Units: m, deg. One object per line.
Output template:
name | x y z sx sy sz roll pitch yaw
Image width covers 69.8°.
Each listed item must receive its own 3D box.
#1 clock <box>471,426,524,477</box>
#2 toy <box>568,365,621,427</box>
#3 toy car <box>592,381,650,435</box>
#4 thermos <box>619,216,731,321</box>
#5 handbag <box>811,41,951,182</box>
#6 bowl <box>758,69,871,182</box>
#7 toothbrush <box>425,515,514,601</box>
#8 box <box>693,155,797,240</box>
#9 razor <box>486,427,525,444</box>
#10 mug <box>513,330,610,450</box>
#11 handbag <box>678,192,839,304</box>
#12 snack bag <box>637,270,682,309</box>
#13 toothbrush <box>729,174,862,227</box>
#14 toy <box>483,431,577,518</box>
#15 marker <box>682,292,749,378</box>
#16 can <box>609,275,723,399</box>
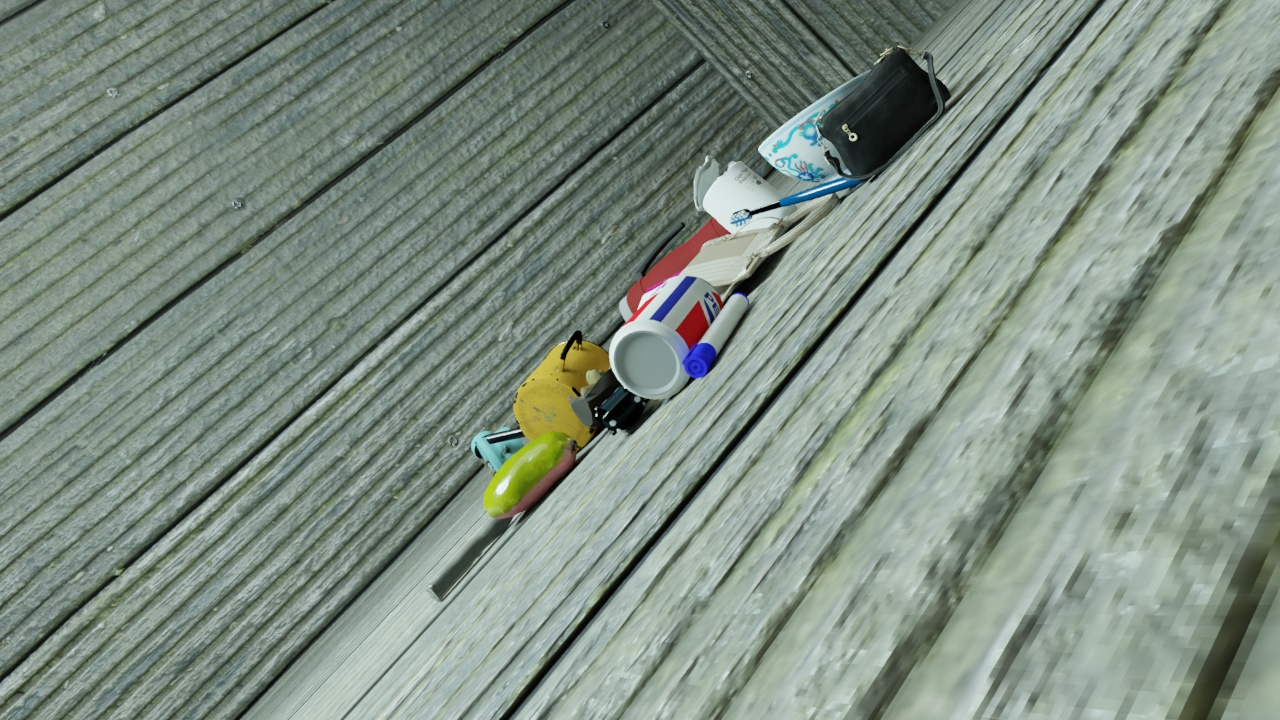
clock | -0.176 0.130 1.187 0.053 0.090 0.124 -34 12 -16
toy | -0.023 0.026 0.915 0.100 0.062 0.076 -35 -23 -26
toy car | -0.017 0.042 0.823 0.046 0.034 0.112 -45 3 -3
thermos | 0.058 -0.125 1.275 0.199 0.108 0.083 -41 -14 24
handbag | 0.218 -0.226 0.835 0.129 0.079 0.054 -45 5 16
bowl | 0.200 -0.222 0.929 0.144 0.074 0.144 -32 1 0
toothbrush | -0.155 0.176 0.960 0.022 0.024 0.185 12 46 37
box | 0.119 -0.196 1.136 0.080 0.143 0.090 -41 -10 -35
razor | -0.123 0.084 1.104 0.144 0.022 0.042 -8 18 21
mug | -0.080 0.031 1.022 0.093 0.100 0.124 -54 -27 -56
handbag | 0.126 -0.115 0.966 0.198 0.062 0.175 -32 11 34
snack bag | 0.009 -0.039 1.169 0.070 0.016 0.196 -25 32 37
toothbrush | 0.158 -0.164 0.936 0.168 0.014 0.014 -11 35 46
toy | -0.111 0.114 0.935 0.110 0.051 0.090 -41 7 15
marker | 0.065 -0.024 0.764 0.020 0.020 0.141 -43 4 31
can | 0.026 -0.023 0.794 0.070 0.070 0.131 -43 4 30
